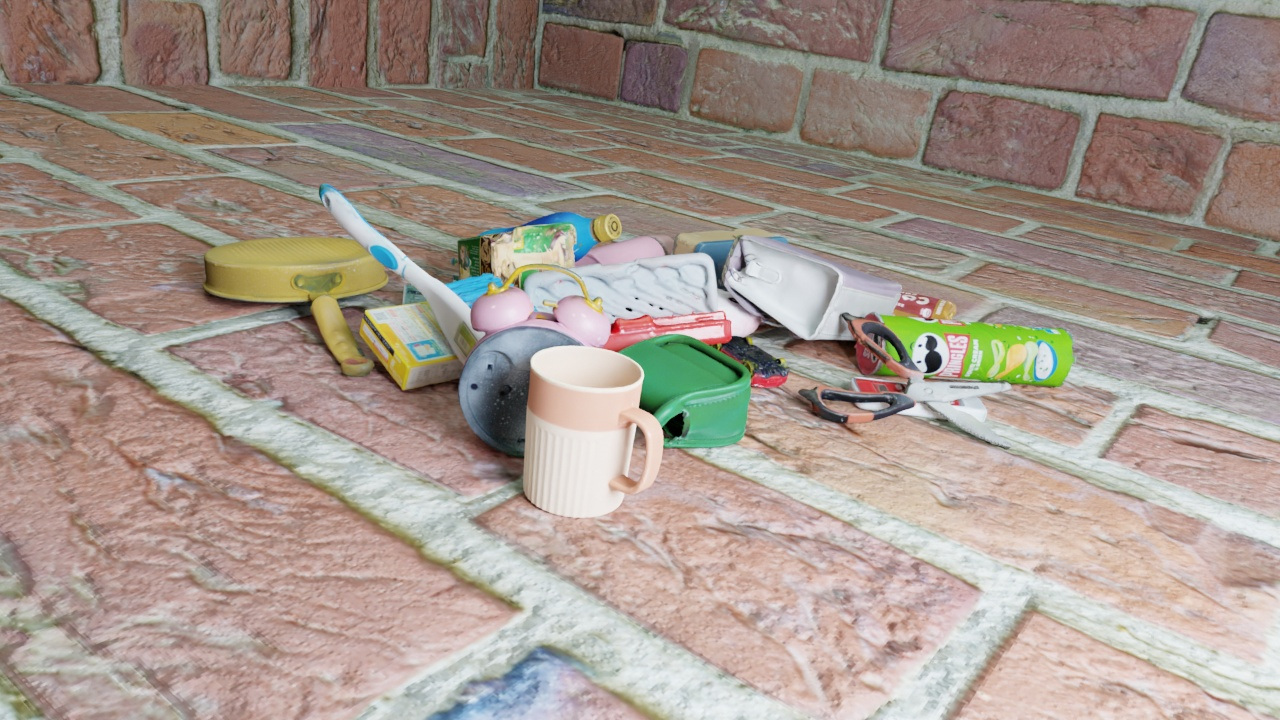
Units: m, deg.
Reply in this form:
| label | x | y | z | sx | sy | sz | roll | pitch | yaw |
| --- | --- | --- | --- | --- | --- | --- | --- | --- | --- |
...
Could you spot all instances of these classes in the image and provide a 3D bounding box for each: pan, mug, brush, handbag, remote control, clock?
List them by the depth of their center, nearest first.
| label | x | y | z | sx | sy | sz | roll | pitch | yaw |
| --- | --- | --- | --- | --- | --- | --- | --- | --- | --- |
| mug | -0.033 | 0.057 | 0.677 | 0.115 | 0.106 | 0.081 | 23 | 26 | 33 |
| clock | -0.083 | -0.001 | 0.740 | 0.117 | 0.159 | 0.059 | 7 | 24 | -6 |
| handbag | 0.028 | 0.031 | 0.833 | 0.120 | 0.068 | 0.131 | -15 | 31 | -30 |
| brush | -0.189 | -0.071 | 0.873 | 0.109 | 0.061 | 0.314 | -16 | 57 | -41 |
| remote control | 0.286 | 0.040 | 0.951 | 0.136 | 0.020 | 0.055 | 7 | 20 | 0 |
| pan | -0.347 | -0.067 | 0.978 | 0.197 | 0.078 | 0.358 | -9 | 20 | -30 |
| remote control | -0.237 | -0.056 | 1.020 | 0.056 | 0.019 | 0.135 | 3 | 22 | -13 |
| handbag | 0.201 | -0.081 | 1.083 | 0.145 | 0.098 | 0.196 | 34 | 17 | 30 |

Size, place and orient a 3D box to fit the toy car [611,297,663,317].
| label | x | y | z | sx | sy | sz | roll | pitch | yaw |
| --- | --- | --- | --- | --- | --- | --- | --- | --- | --- |
| toy car | 0.006 | -0.044 | 1.028 | 0.070 | 0.042 | 0.158 | -36 | 43 | -27 |

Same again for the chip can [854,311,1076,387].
| label | x | y | z | sx | sy | sz | roll | pitch | yaw |
| --- | --- | --- | --- | --- | --- | --- | --- | --- | --- |
| chip can | 0.367 | -0.011 | 1.038 | 0.236 | 0.072 | 0.072 | 4 | 21 | -10 |

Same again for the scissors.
| label | x | y | z | sx | sy | sz | roll | pitch | yaw |
| --- | --- | --- | --- | --- | --- | --- | --- | --- | --- |
| scissors | 0.267 | 0.029 | 0.922 | 0.188 | 0.015 | 0.222 | -31 | 58 | -30 |

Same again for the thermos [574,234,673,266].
| label | x | y | z | sx | sy | sz | roll | pitch | yaw |
| --- | --- | --- | --- | --- | --- | --- | --- | --- | --- |
| thermos | -0.025 | -0.125 | 1.218 | 0.087 | 0.067 | 0.198 | -13 | 8 | 34 |

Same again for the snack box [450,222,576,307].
| label | x | y | z | sx | sy | sz | roll | pitch | yaw |
| --- | --- | --- | --- | --- | --- | --- | --- | --- | --- |
| snack box | -0.147 | -0.101 | 1.055 | 0.117 | 0.118 | 0.106 | -12 | 18 | -40 |

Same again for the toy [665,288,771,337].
| label | x | y | z | sx | sy | sz | roll | pitch | yaw |
| --- | --- | --- | --- | --- | --- | --- | --- | --- | --- |
| toy | 0.093 | -0.060 | 1.104 | 0.121 | 0.054 | 0.159 | 20 | 17 | 26 |

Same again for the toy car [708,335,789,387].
| label | x | y | z | sx | sy | sz | roll | pitch | yaw |
| --- | --- | --- | --- | --- | --- | --- | --- | --- | --- |
| toy car | 0.112 | 0.000 | 0.978 | 0.049 | 0.031 | 0.106 | -5 | 27 | -30 |

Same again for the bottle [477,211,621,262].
| label | x | y | z | sx | sy | sz | roll | pitch | yaw |
| --- | --- | --- | --- | --- | --- | --- | --- | --- | --- |
| bottle | -0.115 | -0.144 | 1.120 | 0.219 | 0.065 | 0.065 | -7 | 8 | 40 |

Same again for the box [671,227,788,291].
| label | x | y | z | sx | sy | sz | roll | pitch | yaw |
| --- | --- | --- | --- | --- | --- | --- | --- | --- | --- |
| box | 0.113 | -0.129 | 1.235 | 0.183 | 0.090 | 0.062 | -13 | 30 | -38 |

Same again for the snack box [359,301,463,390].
| label | x | y | z | sx | sy | sz | roll | pitch | yaw |
| --- | --- | --- | --- | --- | --- | --- | --- | --- | --- |
| snack box | -0.190 | -0.021 | 0.893 | 0.140 | 0.034 | 0.087 | -15 | 50 | -42 |

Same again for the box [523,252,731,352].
| label | x | y | z | sx | sy | sz | roll | pitch | yaw |
| --- | --- | --- | --- | --- | --- | --- | --- | --- | --- |
| box | -0.015 | -0.056 | 0.929 | 0.201 | 0.101 | 0.095 | -7 | 0 | -6 |

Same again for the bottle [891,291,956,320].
| label | x | y | z | sx | sy | sz | roll | pitch | yaw |
| --- | --- | --- | --- | --- | --- | --- | --- | --- | --- |
| bottle | 0.313 | -0.068 | 1.187 | 0.175 | 0.057 | 0.057 | 18 | 23 | 25 |
